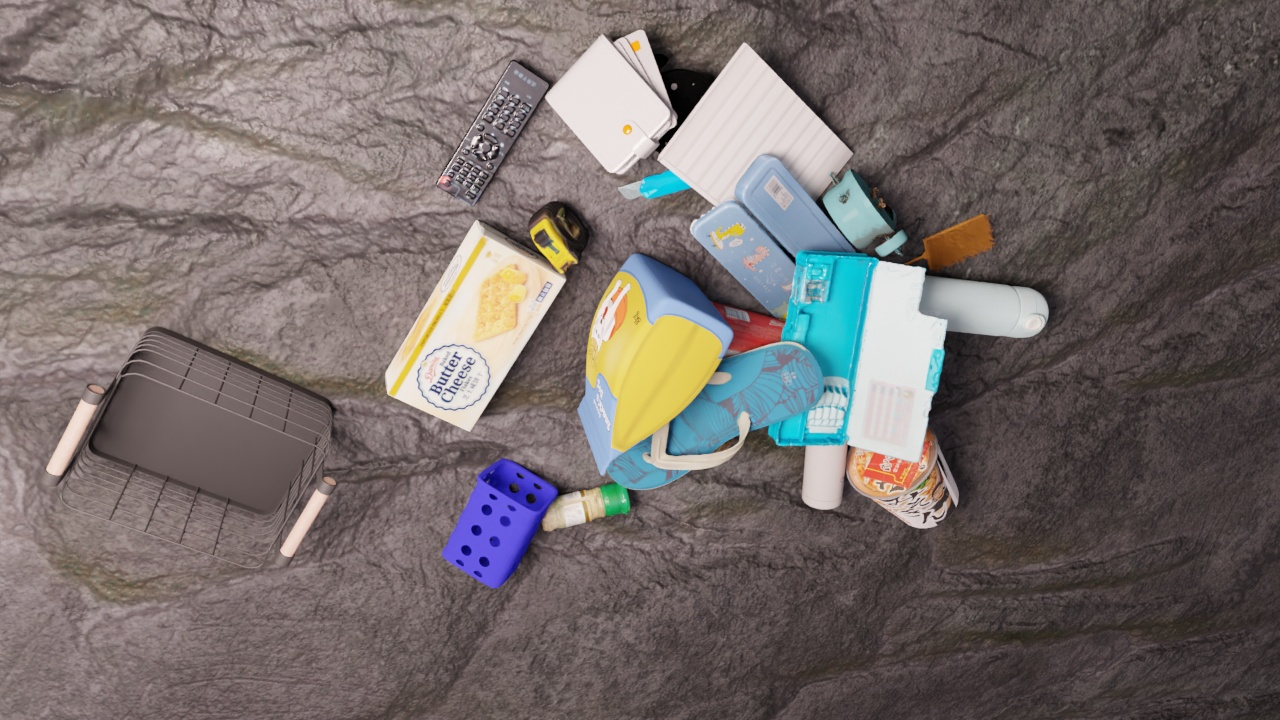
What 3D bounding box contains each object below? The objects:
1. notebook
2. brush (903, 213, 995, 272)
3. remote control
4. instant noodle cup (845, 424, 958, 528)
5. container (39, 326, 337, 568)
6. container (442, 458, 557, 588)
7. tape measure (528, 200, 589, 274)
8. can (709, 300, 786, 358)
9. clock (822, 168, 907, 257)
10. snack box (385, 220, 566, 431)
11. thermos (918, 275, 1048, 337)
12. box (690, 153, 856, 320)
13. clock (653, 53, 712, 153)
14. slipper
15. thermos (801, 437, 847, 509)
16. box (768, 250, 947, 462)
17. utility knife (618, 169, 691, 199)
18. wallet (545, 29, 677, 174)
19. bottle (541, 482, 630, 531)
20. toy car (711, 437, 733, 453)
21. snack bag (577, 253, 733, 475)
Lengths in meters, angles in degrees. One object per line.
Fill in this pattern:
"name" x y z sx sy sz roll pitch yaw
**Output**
"notebook" 0.129 -0.221 0.993 0.209 0.009 0.143 29 103 -41
"brush" 0.372 -0.135 1.126 0.126 0.017 0.048 -24 118 -4
"remote control" -0.152 -0.231 0.936 0.047 0.022 0.150 30 105 -25
"instant noodle cup" 0.353 0.155 1.205 0.124 0.123 0.122 -42 127 6
"container" -0.446 0.094 0.940 0.241 0.130 0.163 28 104 -25
"container" -0.165 0.191 1.079 0.084 0.085 0.114 30 107 7
"tape measure" -0.085 -0.137 0.971 0.038 0.067 0.062 -30 114 34
"can" 0.138 -0.022 1.085 0.170 0.067 0.067 13 110 -20
"clock" 0.259 -0.162 1.045 0.053 0.089 0.124 -36 119 24
"snack box" -0.182 -0.035 0.996 0.104 0.057 0.208 28 104 -25
"thermos" 0.402 -0.067 1.135 0.206 0.078 0.065 5 112 -15
"box" 0.158 -0.129 1.039 0.127 0.034 0.209 -45 130 8
"clock" 0.026 -0.265 0.956 0.120 0.042 0.091 18 108 -22
"slipper" 0.068 0.065 1.053 0.296 0.060 0.118 -26 90 24
"thermos" 0.240 0.082 1.169 0.052 0.052 0.224 -6 115 -13
"box" 0.248 -0.006 1.048 0.182 0.071 0.227 7 107 4
"utility knife" 0.060 -0.207 1.009 0.174 0.015 0.031 -17 114 -6
"wallet" -0.018 -0.262 0.914 0.115 0.037 0.118 -42 84 19
"bottle" -0.069 0.181 1.135 0.111 0.043 0.043 -13 116 -9
"toy car" 0.090 0.084 1.132 0.047 0.047 0.112 19 109 -22
"snack bag" -0.006 0.006 1.007 0.102 0.159 0.205 25 106 -23
